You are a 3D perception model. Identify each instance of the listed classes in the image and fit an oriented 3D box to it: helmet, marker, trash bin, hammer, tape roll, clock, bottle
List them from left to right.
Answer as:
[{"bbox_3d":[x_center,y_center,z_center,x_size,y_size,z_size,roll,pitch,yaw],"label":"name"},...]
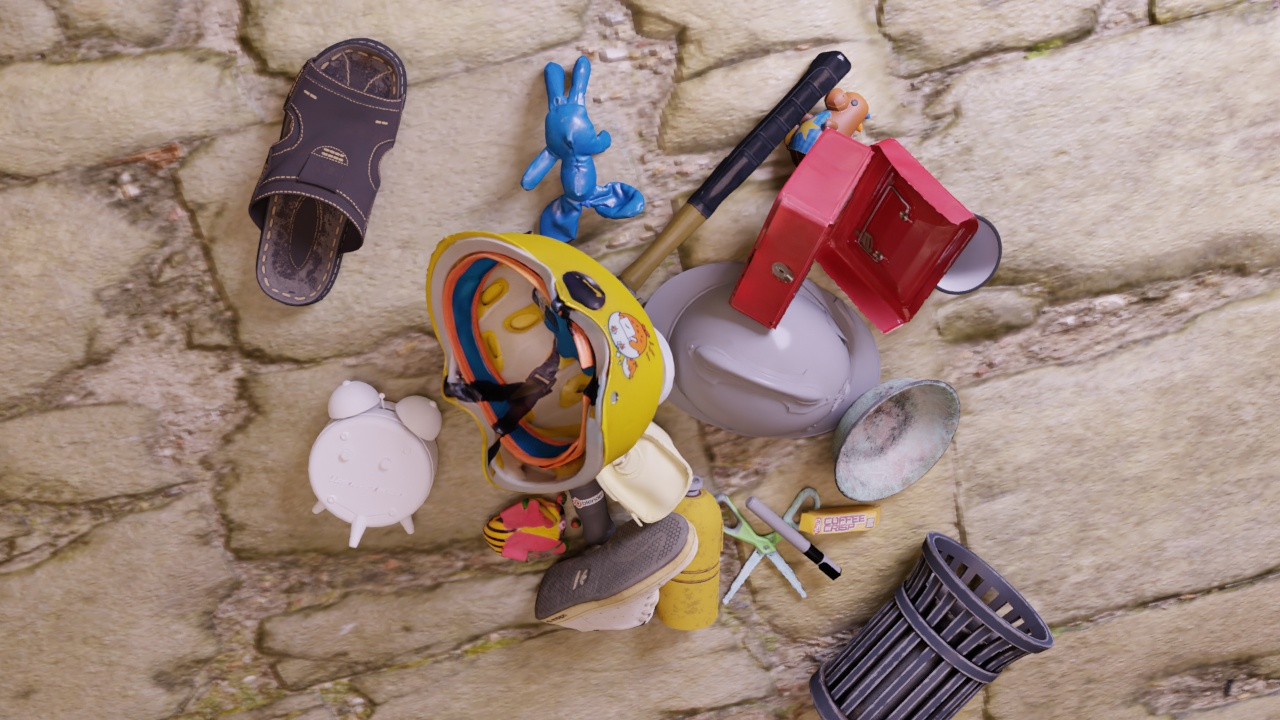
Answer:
[{"bbox_3d":[-0.275,0.107,0.946,0.125,0.072,0.161,14,107,-8],"label":"clock"},{"bbox_3d":[-0.073,-0.012,0.813,0.210,0.139,0.240,-32,82,44],"label":"helmet"},{"bbox_3d":[-0.057,0.147,0.993,0.036,0.036,0.110,-16,109,1],"label":"bottle"},{"bbox_3d":[-0.006,0.005,0.931,0.093,0.013,0.093,11,108,40],"label":"tape roll"},{"bbox_3d":[0.054,0.204,1.003,0.071,0.071,0.164,-1,108,-4],"label":"bottle"},{"bbox_3d":[0.072,-0.162,0.871,0.025,0.118,0.333,42,96,-18],"label":"hammer"},{"bbox_3d":[0.131,0.011,0.918,0.271,0.117,0.183,18,106,-11],"label":"helmet"},{"bbox_3d":[0.171,0.198,1.023,0.140,0.016,0.016,40,101,-14],"label":"marker"},{"bbox_3d":[0.310,0.330,1.018,0.164,0.164,0.228,33,107,-13],"label":"trash bin"}]

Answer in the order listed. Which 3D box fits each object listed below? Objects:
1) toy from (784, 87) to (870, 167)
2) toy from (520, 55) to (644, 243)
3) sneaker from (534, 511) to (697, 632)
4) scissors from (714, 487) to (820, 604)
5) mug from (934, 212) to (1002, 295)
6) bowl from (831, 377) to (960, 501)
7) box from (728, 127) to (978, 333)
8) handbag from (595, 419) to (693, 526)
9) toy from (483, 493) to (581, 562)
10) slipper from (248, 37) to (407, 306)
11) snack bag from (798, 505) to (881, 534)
[{"bbox_3d":[0.195,-0.209,0.895,0.090,0.070,0.103,-49,128,-2],"label":"toy"},{"bbox_3d":[-0.055,-0.195,0.867,0.113,0.071,0.176,-2,109,9],"label":"toy"},{"bbox_3d":[-0.011,0.240,0.967,0.102,0.088,0.242,35,135,-23],"label":"sneaker"},{"bbox_3d":[0.145,0.208,1.039,0.174,0.022,0.171,-40,108,4],"label":"scissors"},{"bbox_3d":[0.284,-0.121,0.900,0.113,0.088,0.078,28,104,-12],"label":"mug"},{"bbox_3d":[0.261,0.077,0.967,0.157,0.038,0.158,-15,129,-20],"label":"bowl"},{"bbox_3d":[0.170,-0.106,0.836,0.168,0.154,0.157,-21,152,-25],"label":"box"},{"bbox_3d":[-0.014,0.095,0.936,0.111,0.119,0.081,40,94,-15],"label":"handbag"},{"bbox_3d":[-0.121,0.183,1.000,0.103,0.046,0.084,-20,128,6],"label":"toy"},{"bbox_3d":[-0.295,-0.169,0.852,0.113,0.075,0.268,23,105,-11],"label":"slipper"},{"bbox_3d":[0.225,0.178,1.024,0.099,0.020,0.026,-1,108,-16],"label":"snack bag"}]
